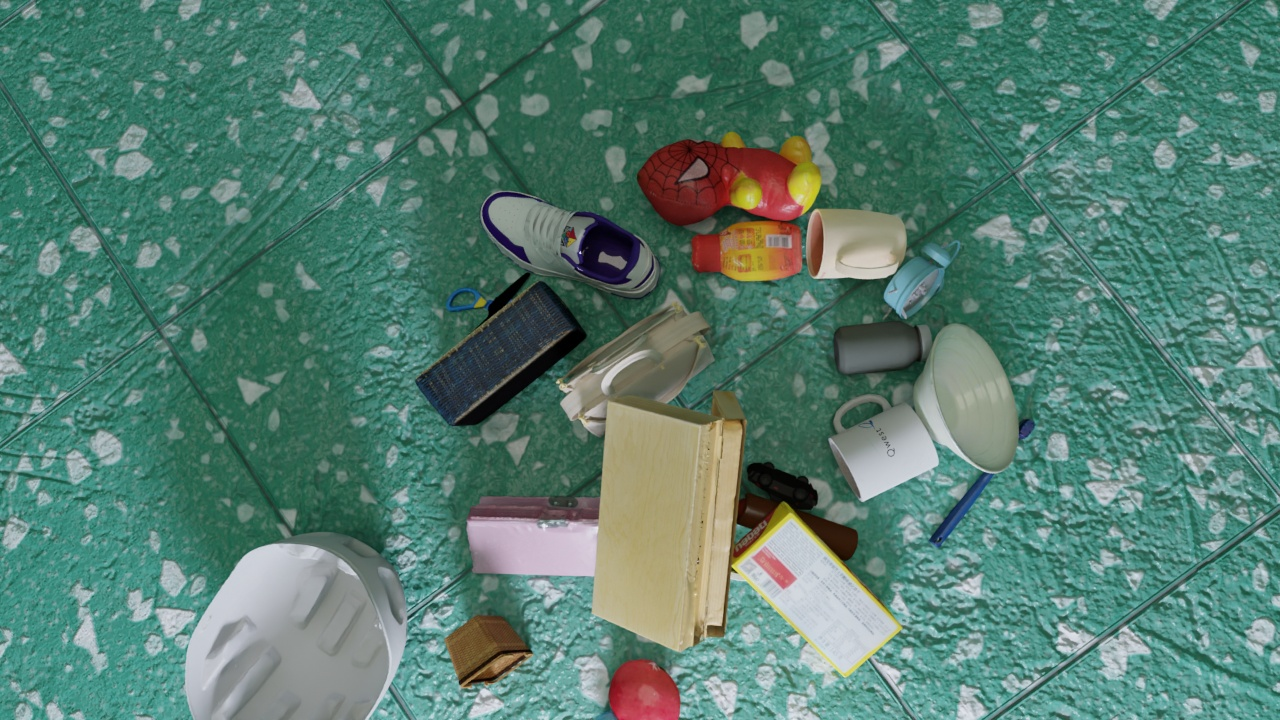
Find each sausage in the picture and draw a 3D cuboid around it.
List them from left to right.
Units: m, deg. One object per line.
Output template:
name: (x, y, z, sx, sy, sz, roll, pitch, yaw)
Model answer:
sausage: (0.184, 0.197, 1.084, 0.155, 0.040, 0.040, 20, 86, -7)

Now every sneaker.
sneaker: (-0.094, -0.148, 1.121, 0.244, 0.111, 0.091, 22, 86, 7)

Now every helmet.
helmet: (-0.390, 0.338, 1.060, 0.224, 0.184, 0.282, 25, 80, 12)

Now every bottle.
bottle: (0.130, -0.134, 1.131, 0.134, 0.048, 0.071, -2, 86, 5)
bottle: (0.289, -0.016, 1.099, 0.108, 0.060, 0.060, -5, 84, 5)

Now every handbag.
handbag: (-0.006, 0.006, 1.053, 0.194, 0.198, 0.101, -34, 82, 1)

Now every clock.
clock: (0.339, -0.098, 1.088, 0.123, 0.087, 0.042, -39, 63, -13)

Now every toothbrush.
toothbrush: (0.409, 0.145, 1.094, 0.016, 0.017, 0.190, 39, 89, 7)

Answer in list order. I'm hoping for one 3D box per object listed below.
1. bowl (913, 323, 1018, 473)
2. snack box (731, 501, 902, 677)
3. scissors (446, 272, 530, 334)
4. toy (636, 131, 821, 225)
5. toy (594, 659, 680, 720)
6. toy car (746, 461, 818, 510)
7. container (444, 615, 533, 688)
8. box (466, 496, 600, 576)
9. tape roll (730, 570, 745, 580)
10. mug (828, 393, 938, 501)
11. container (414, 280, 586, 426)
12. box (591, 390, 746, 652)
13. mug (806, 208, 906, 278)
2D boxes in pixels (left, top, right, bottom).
bowl: (0.366, 0.049, 1.065, 0.058, 0.176, 0.176, -24, 80, 46)
snack box: (0.200, 0.264, 1.055, 0.092, 0.042, 0.200, -44, 100, 4)
scissors: (-0.182, -0.060, 1.169, 0.131, 0.018, 0.109, -7, 86, 6)
toy: (0.104, -0.216, 1.109, 0.216, 0.147, 0.099, -3, 118, 3)
toy: (-0.002, 0.417, 1.084, 0.092, 0.062, 0.133, 29, 105, 19)
toy car: (0.169, 0.153, 1.103, 0.092, 0.042, 0.036, 22, 109, 7)
container: (-0.181, 0.341, 1.083, 0.063, 0.114, 0.061, -36, 70, 0)
box: (-0.090, 0.210, 1.123, 0.233, 0.080, 0.099, -1, 119, 6)
tape roll: (0.123, 0.218, 1.110, 0.094, 0.019, 0.094, -1, 84, 5)
mug: (0.277, 0.094, 1.086, 0.096, 0.083, 0.119, -26, 54, 2)
container: (-0.160, -0.003, 1.095, 0.187, 0.145, 0.071, -39, 86, 0)
box: (0.050, 0.168, 0.999, 0.178, 0.142, 0.249, -4, 105, -33)
mug: (0.261, -0.132, 1.093, 0.104, 0.111, 0.085, -2, 127, -5)
